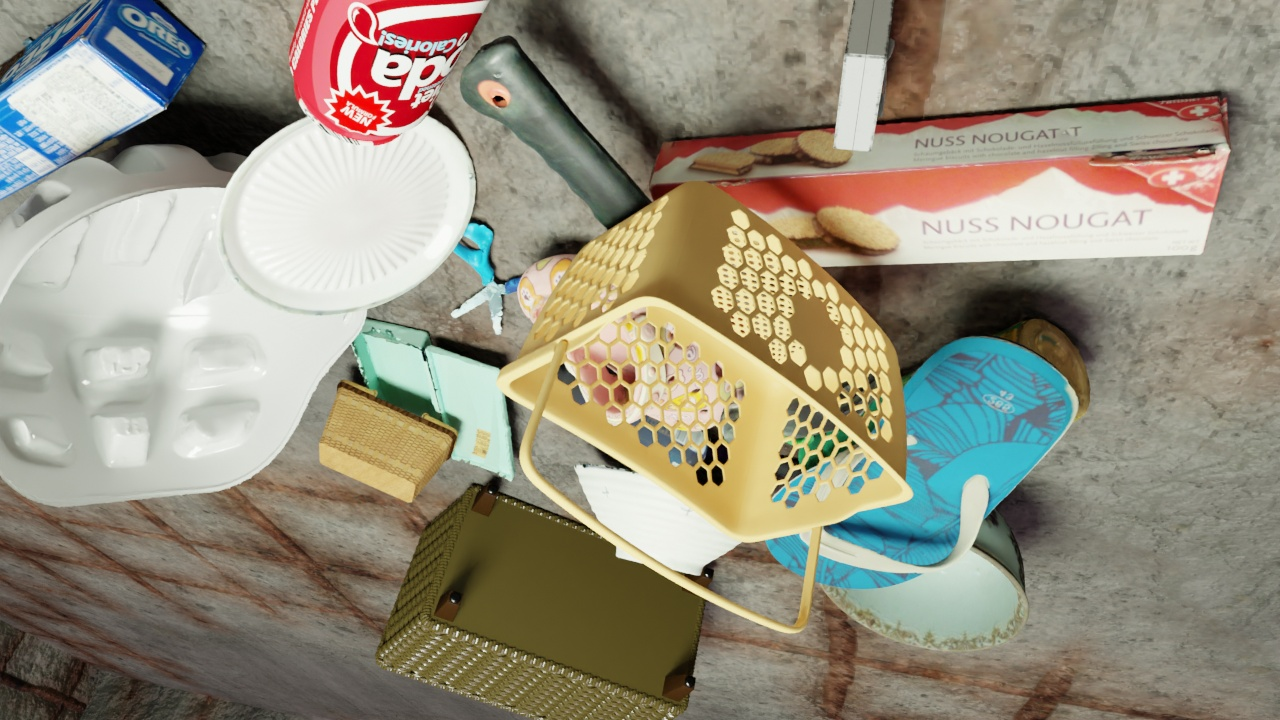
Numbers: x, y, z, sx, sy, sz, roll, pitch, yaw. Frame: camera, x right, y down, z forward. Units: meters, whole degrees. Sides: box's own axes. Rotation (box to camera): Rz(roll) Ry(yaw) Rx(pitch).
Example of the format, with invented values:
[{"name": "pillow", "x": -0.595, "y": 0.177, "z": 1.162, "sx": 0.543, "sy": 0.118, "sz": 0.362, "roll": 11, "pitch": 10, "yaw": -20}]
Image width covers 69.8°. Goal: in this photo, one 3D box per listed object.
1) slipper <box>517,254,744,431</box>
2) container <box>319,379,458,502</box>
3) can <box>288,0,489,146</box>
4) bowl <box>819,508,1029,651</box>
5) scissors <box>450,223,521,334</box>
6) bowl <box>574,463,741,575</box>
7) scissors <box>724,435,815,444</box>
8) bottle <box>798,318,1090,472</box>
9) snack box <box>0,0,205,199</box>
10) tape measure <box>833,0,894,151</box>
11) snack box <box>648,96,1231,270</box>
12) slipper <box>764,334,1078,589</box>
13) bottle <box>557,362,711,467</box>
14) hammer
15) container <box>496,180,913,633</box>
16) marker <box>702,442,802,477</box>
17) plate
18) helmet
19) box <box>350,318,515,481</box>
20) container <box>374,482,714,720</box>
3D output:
[{"name": "slipper", "x": -0.004, "y": 0.004, "z": 0.634, "sx": 0.093, "sy": 0.081, "sz": 0.197, "roll": -20, "pitch": 136, "yaw": 40}, {"name": "container", "x": -0.227, "y": 0.074, "z": 0.810, "sx": 0.114, "sy": 0.061, "sz": 0.063, "roll": 25, "pitch": 147, "yaw": -4}, {"name": "can", "x": -0.118, "y": -0.169, "z": 0.436, "sx": 0.074, "sy": 0.074, "sz": 0.143, "roll": 28, "pitch": 145, "yaw": -19}, {"name": "bowl", "x": 0.227, "y": 0.145, "z": 0.728, "sx": 0.160, "sy": 0.093, "sz": 0.160, "roll": 17, "pitch": 139, "yaw": 16}, {"name": "scissors", "x": -0.094, "y": -0.047, "z": 0.661, "sx": 0.104, "sy": 0.015, "sz": 0.134, "roll": 14, "pitch": 146, "yaw": 0}, {"name": "bowl", "x": 0.023, "y": 0.142, "z": 0.786, "sx": 0.177, "sy": 0.070, "sz": 0.177, "roll": 12, "pitch": 170, "yaw": 2}, {"name": "scissors", "x": 0.087, "y": 0.046, "z": 0.715, "sx": 0.070, "sy": 0.014, "sz": 0.131, "roll": 51, "pitch": 154, "yaw": -1}, {"name": "bottle", "x": 0.192, "y": 0.042, "z": 0.625, "sx": 0.068, "sy": 0.068, "sz": 0.210, "roll": 30, "pitch": 145, "yaw": -21}, {"name": "snack box", "x": -0.365, "y": -0.160, "z": 0.569, "sx": 0.227, "sy": 0.059, "sz": 0.059, "roll": -9, "pitch": 143, "yaw": 34}, {"name": "tape measure", "x": 0.102, "y": -0.132, "z": 0.413, "sx": 0.020, "sy": 0.060, "sz": 0.062, "roll": 8, "pitch": 146, "yaw": 11}, {"name": "snack box", "x": 0.142, "y": -0.085, "z": 0.479, "sx": 0.273, "sy": 0.044, "sz": 0.077, "roll": 1, "pitch": 146, "yaw": 22}, {"name": "slipper", "x": 0.166, "y": 0.094, "z": 0.595, "sx": 0.118, "sy": 0.060, "sz": 0.296, "roll": 29, "pitch": 140, "yaw": 2}, {"name": "bottle", "x": -0.021, "y": 0.039, "z": 0.721, "sx": 0.160, "sy": 0.056, "sz": 0.056, "roll": 29, "pitch": 145, "yaw": -19}, {"name": "hammer", "x": 0.023, "y": -0.050, "z": 0.521, "sx": 0.133, "sy": 0.033, "sz": 0.333, "roll": -13, "pitch": 138, "yaw": 39}, {"name": "container", "x": 0.037, "y": 0.029, "z": 0.452, "sx": 0.183, "sy": 0.166, "sz": 0.130, "roll": 36, "pitch": 143, "yaw": -26}, {"name": "marker", "x": 0.096, "y": 0.086, "z": 0.776, "sx": 0.134, "sy": 0.018, "sz": 0.015, "roll": 11, "pitch": 167, "yaw": 7}, {"name": "plate", "x": -0.174, "y": -0.088, "z": 0.552, "sx": 0.156, "sy": 0.014, "sz": 0.157, "roll": -26, "pitch": 148, "yaw": -18}, {"name": "helmet", "x": -0.310, "y": -0.031, "z": 0.602, "sx": 0.223, "sy": 0.183, "sz": 0.283, "roll": -11, "pitch": 162, "yaw": -43}, {"name": "box", "x": -0.177, "y": 0.039, "z": 0.809, "sx": 0.136, "sy": 0.033, "sz": 0.187, "roll": 13, "pitch": 147, "yaw": 4}, {"name": "container", "x": -0.089, "y": 0.273, "z": 0.995, "sx": 0.321, "sy": 0.176, "sz": 0.206, "roll": 23, "pitch": 143, "yaw": -12}]
